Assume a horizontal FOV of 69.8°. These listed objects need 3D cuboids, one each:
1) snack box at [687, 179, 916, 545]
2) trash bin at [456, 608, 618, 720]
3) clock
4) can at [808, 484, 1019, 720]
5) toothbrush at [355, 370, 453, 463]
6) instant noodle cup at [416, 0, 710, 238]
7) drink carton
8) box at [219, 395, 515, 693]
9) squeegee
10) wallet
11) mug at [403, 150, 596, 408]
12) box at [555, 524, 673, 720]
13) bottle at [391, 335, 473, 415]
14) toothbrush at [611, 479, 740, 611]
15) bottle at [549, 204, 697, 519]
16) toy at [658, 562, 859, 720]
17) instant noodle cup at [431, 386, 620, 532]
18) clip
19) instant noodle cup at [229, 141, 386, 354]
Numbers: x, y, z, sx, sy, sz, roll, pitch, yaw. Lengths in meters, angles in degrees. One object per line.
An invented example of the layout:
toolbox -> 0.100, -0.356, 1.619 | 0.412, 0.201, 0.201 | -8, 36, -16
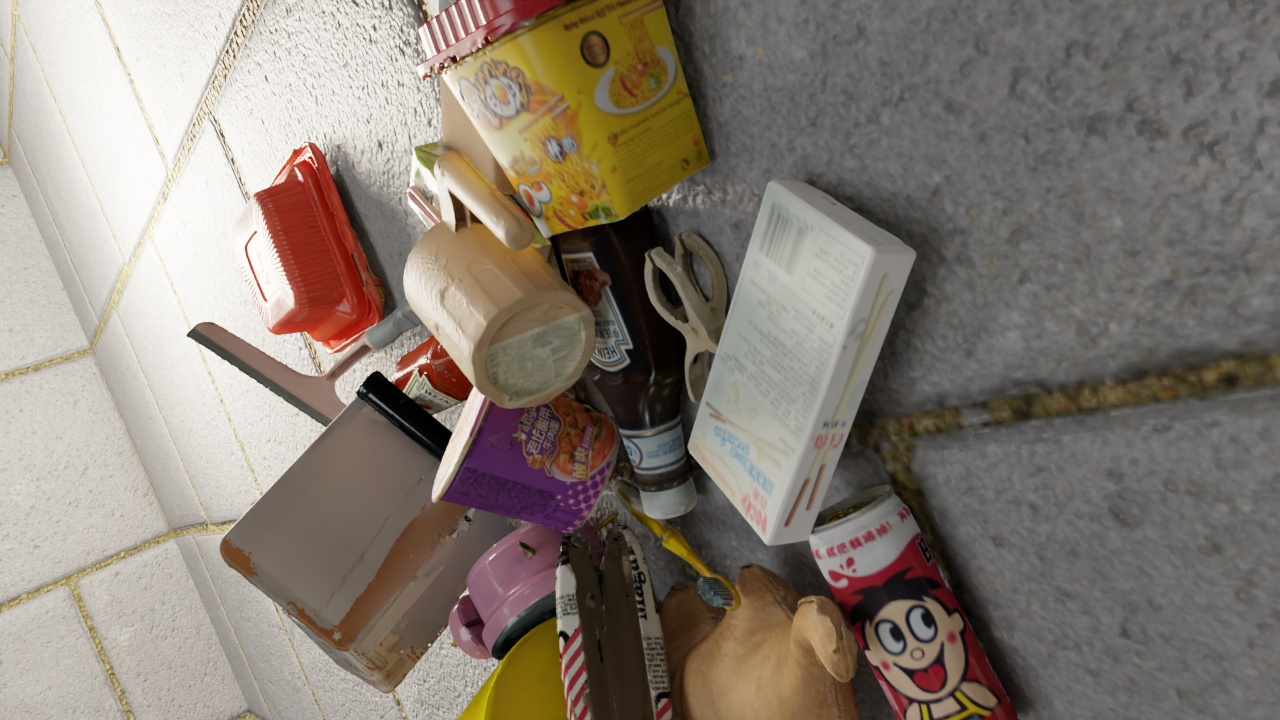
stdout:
snack box -> 0.071, 0.001, 0.441 | 0.084, 0.026, 0.157 | 50, 134, 50
trash bin -> -0.056, 0.327, 0.674 | 0.229, 0.229, 0.256 | 48, 135, 22
clock -> -0.081, 0.176, 0.689 | 0.060, 0.117, 0.159 | 52, 128, 24
can -> 0.134, 0.132, 0.456 | 0.053, 0.053, 0.132 | -32, 84, 54
toothbrush -> -0.137, 0.085, 0.737 | 0.212, 0.026, 0.027 | 40, 151, -5
instant noodle cup -> -0.033, -0.138, 0.474 | 0.116, 0.115, 0.124 | -2, 119, 51
drink carton -> -0.118, -0.098, 0.647 | 0.122, 0.045, 0.054 | 49, 142, 23
box -> -0.233, 0.143, 0.766 | 0.157, 0.182, 0.192 | -7, 126, 53
squeegee -> -0.245, -0.013, 0.834 | 0.247, 0.040, 0.250 | 40, 132, -24
wallet -> -0.102, -0.177, 0.595 | 0.090, 0.033, 0.115 | 41, 138, 33
mug -> -0.085, -0.047, 0.538 | 0.103, 0.084, 0.125 | 45, 145, 44
box -> -0.007, 0.184, 0.574 | 0.075, 0.081, 0.163 | 74, -176, -61
bottle -> -0.132, -0.001, 0.707 | 0.207, 0.059, 0.060 | -21, 93, 54
toothbrush -> 0.013, 0.110, 0.576 | 0.191, 0.018, 0.016 | 31, 109, 64
bottle -> -0.003, 0.003, 0.564 | 0.080, 0.043, 0.195 | 7, 116, 55
toy -> 0.077, 0.187, 0.520 | 0.143, 0.082, 0.227 | 64, 151, 8
instant noodle cup -> -0.073, 0.060, 0.616 | 0.099, 0.111, 0.112 | 22, 142, -13
clip -> 0.033, -0.023, 0.516 | 0.062, 0.034, 0.097 | -8, 112, 52
instant noodle cup -> -0.327, -0.099, 0.879 | 0.165, 0.078, 0.189 | -22, 89, 52
